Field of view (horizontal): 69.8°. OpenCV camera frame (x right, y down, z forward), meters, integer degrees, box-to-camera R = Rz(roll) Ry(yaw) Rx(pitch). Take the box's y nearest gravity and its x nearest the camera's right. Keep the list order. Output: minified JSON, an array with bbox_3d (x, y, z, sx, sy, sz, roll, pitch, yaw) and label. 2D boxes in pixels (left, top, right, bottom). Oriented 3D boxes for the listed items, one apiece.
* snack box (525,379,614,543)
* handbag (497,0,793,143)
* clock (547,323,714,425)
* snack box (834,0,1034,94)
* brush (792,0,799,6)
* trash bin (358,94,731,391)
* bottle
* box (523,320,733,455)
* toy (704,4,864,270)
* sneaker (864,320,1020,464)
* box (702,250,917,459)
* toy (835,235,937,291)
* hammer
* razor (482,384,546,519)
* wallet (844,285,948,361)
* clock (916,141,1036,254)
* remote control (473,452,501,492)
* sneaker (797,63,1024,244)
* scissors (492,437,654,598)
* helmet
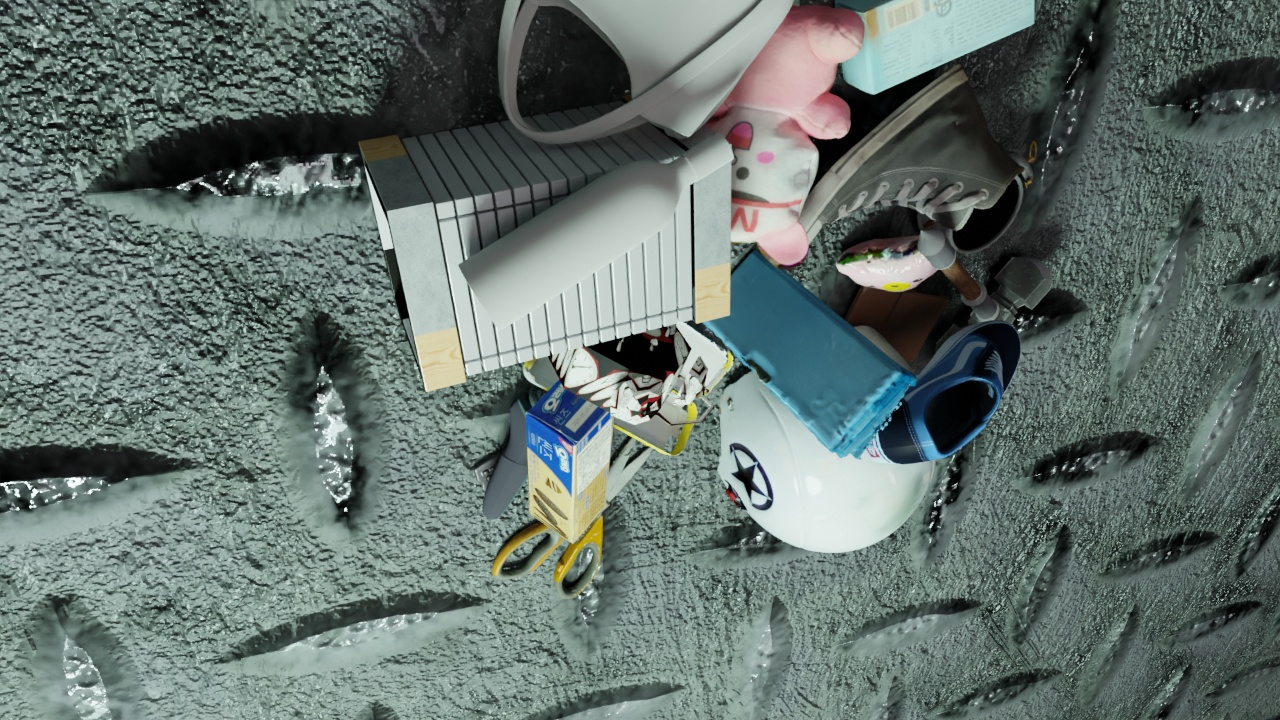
[{"bbox_3d":[-0.066,0.095,0.845,0.056,0.057,0.207,-46,160,-29],"label":"snack box"},{"bbox_3d":[-0.020,-0.256,0.657,0.223,0.095,0.216,-44,88,10],"label":"handbag"},{"bbox_3d":[-0.001,-0.002,0.767,0.114,0.154,0.065,-18,141,-47],"label":"clock"},{"bbox_3d":[0.257,-0.303,0.798,0.174,0.053,0.075,-25,128,-7],"label":"snack box"},{"bbox_3d":[0.116,-0.352,0.727,0.033,0.012,0.218,-10,123,-18],"label":"brush"},{"bbox_3d":[-0.071,-0.102,0.716,0.246,0.142,0.143,-15,125,-16],"label":"trash bin"},{"bbox_3d":[-0.025,-0.093,0.616,0.195,0.052,0.052,-32,128,-3],"label":"bottle"},{"bbox_3d":[-0.007,0.004,0.885,0.209,0.039,0.129,32,90,-35],"label":"box"},{"bbox_3d":[0.100,-0.190,0.759,0.142,0.084,0.213,18,116,14],"label":"toy"},{"bbox_3d":[0.317,0.030,0.864,0.240,0.098,0.083,-30,102,-34],"label":"sneaker"},{"bbox_3d":[0.143,-0.010,0.821,0.093,0.231,0.048,-49,131,7],"label":"box"},{"bbox_3d":[0.256,-0.096,0.925,0.103,0.050,0.093,-4,163,27],"label":"toy"},{"bbox_3d":[0.323,-0.076,0.912,0.156,0.043,0.322,-51,148,12],"label":"hammer"},{"bbox_3d":[-0.117,0.089,0.874,0.052,0.047,0.143,29,105,1],"label":"razor"},{"bbox_3d":[0.270,-0.040,0.998,0.120,0.013,0.088,6,122,-28],"label":"wallet"},{"bbox_3d":[0.342,-0.167,0.922,0.148,0.056,0.104,-40,137,4],"label":"clock"},{"bbox_3d":[-0.104,0.094,0.912,0.124,0.009,0.046,-27,128,-7],"label":"remote control"},{"bbox_3d":[0.229,-0.149,0.833,0.234,0.095,0.120,-38,91,-7],"label":"sneaker"},{"bbox_3d":[-0.068,0.164,0.970,0.161,0.016,0.226,13,114,-31],"label":"scissors"},{"bbox_3d":[0.214,0.109,0.970,0.236,0.163,0.264,-19,130,-10],"label":"helmet"}]
